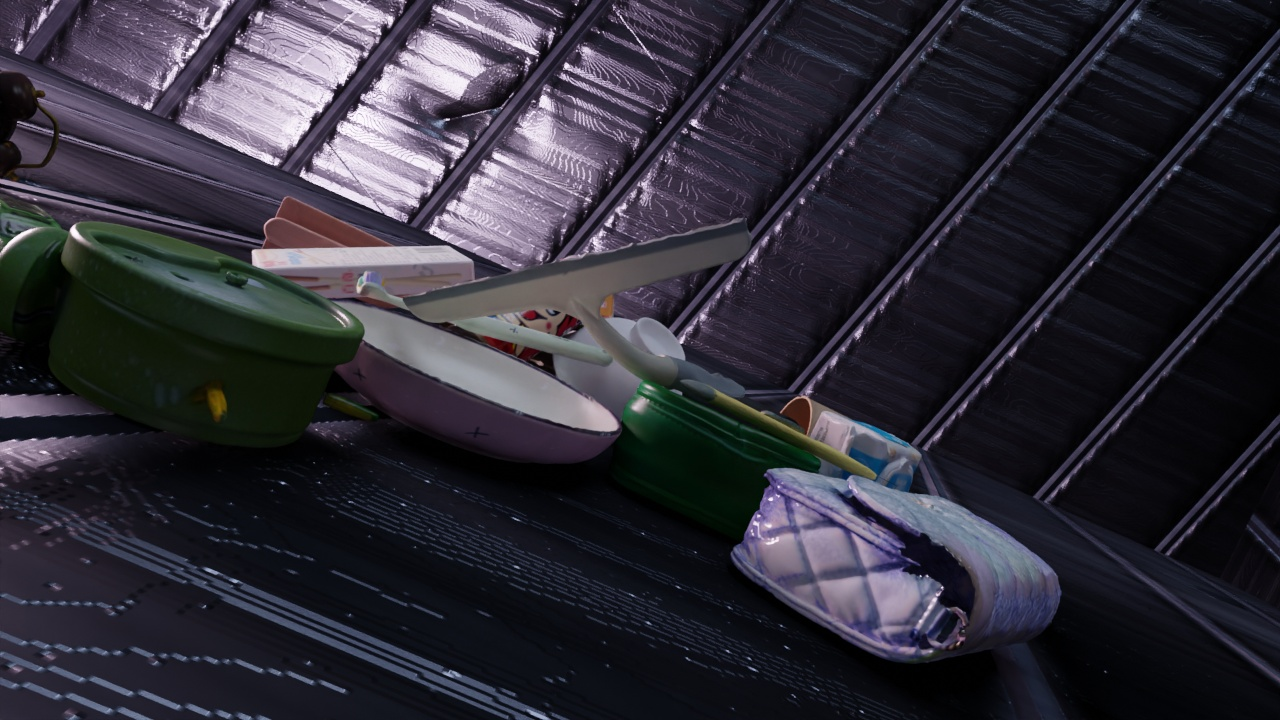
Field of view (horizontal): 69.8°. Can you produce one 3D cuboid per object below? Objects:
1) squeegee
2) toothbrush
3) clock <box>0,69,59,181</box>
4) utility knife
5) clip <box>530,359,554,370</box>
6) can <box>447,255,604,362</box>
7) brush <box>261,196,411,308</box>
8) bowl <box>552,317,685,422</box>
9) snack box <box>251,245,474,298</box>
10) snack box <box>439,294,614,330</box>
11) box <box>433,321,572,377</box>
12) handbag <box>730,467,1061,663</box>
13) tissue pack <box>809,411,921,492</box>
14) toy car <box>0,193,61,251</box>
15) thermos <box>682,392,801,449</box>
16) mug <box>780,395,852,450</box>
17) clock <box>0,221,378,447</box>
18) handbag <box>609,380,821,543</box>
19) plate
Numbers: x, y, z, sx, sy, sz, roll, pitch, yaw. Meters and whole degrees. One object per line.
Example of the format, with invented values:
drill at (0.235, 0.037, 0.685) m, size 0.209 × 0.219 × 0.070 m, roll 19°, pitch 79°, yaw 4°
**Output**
squeegee at (0.011, -0.001, 0.622) m, size 0.247 × 0.039 × 0.246 m, roll -8°, pitch -23°, yaw 31°
toothbrush at (-0.102, -0.025, 0.641) m, size 0.189 × 0.020 × 0.029 m, roll 18°, pitch 8°, yaw -26°
clock at (-0.470, -0.172, 0.634) m, size 0.122 × 0.082 × 0.055 m, roll 21°, pitch 10°, yaw -24°
utility knife at (0.102, 0.052, 0.589) m, size 0.177 × 0.019 × 0.031 m, roll 31°, pitch 0°, yaw -21°
clip at (-0.088, 0.001, 0.853) m, size 0.097 × 0.060 × 0.034 m, roll 37°, pitch 10°, yaw 16°
can at (-0.085, -0.033, 0.706) m, size 0.053 × 0.053 × 0.132 m, roll 26°, pitch 43°, yaw 26°
brush at (-0.269, -0.092, 0.843) m, size 0.145 × 0.063 × 0.073 m, roll 25°, pitch 1°, yaw -9°
bowl at (-0.004, 0.004, 0.728) m, size 0.118 × 0.065 × 0.118 m, roll 33°, pitch 31°, yaw -23°
snack box at (-0.215, -0.070, 0.714) m, size 0.156 × 0.027 × 0.085 m, roll -5°, pitch 17°, yaw -24°
snack box at (-0.100, -0.038, 0.803) m, size 0.154 × 0.026 × 0.075 m, roll 5°, pitch -26°, yaw 1°
box at (-0.105, -0.021, 0.768) m, size 0.163 × 0.077 × 0.075 m, roll 19°, pitch -2°, yaw -30°
handbag at (0.149, 0.112, 0.517) m, size 0.134 × 0.075 × 0.193 m, roll 27°, pitch 7°, yaw 36°
tissue pack at (0.163, 0.094, 0.699) m, size 0.063 × 0.090 × 0.140 m, roll 26°, pitch 5°, yaw 31°
toy car at (-0.299, -0.054, 0.439) m, size 0.091 × 0.036 × 0.043 m, roll 32°, pitch 7°, yaw 36°
thermos at (0.048, 0.042, 0.841) m, size 0.089 × 0.068 × 0.243 m, roll 14°, pitch 10°, yaw -39°
mug at (0.181, 0.102, 0.852) m, size 0.103 × 0.084 × 0.124 m, roll 24°, pitch 29°, yaw -13°
clock at (-0.195, -0.017, 0.387) m, size 0.161 × 0.056 × 0.116 m, roll 25°, pitch 4°, yaw 19°
handbag at (0.046, 0.064, 0.599) m, size 0.131 × 0.068 × 0.120 m, roll 24°, pitch 4°, yaw -1°
plate at (-0.105, 0.018, 0.546) m, size 0.192 × 0.039 × 0.192 m, roll 24°, pitch 5°, yaw -2°
